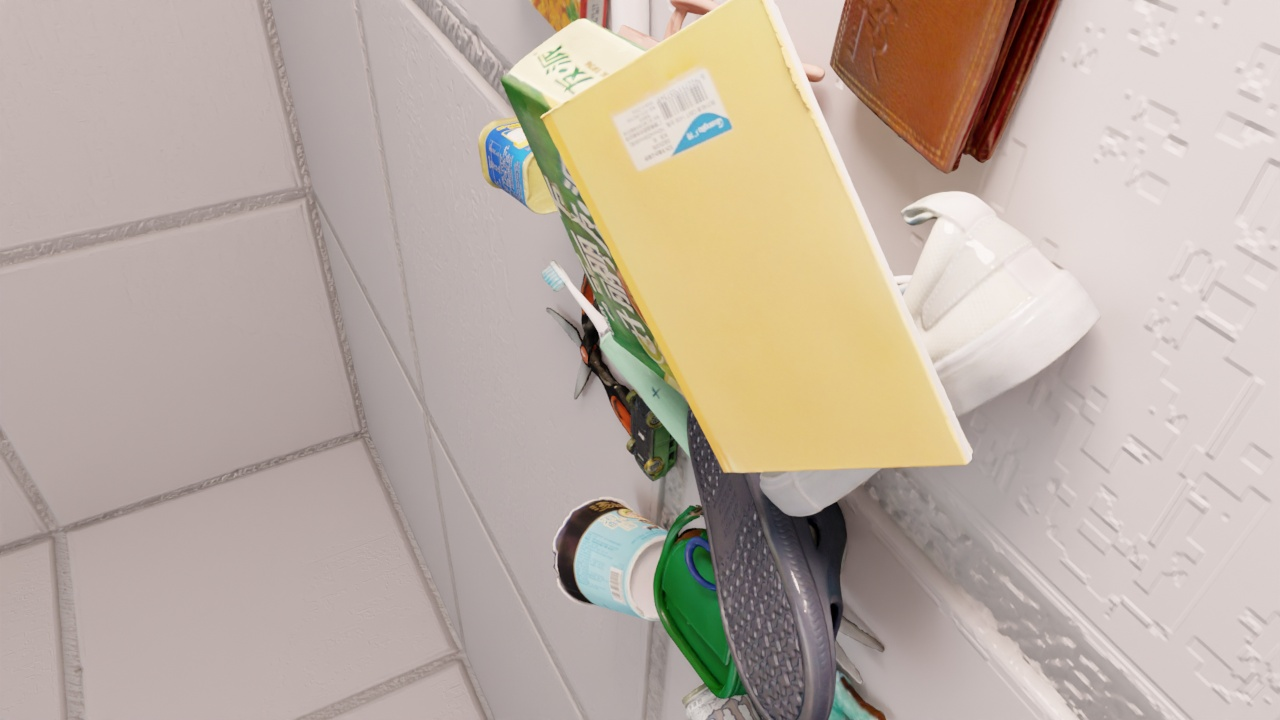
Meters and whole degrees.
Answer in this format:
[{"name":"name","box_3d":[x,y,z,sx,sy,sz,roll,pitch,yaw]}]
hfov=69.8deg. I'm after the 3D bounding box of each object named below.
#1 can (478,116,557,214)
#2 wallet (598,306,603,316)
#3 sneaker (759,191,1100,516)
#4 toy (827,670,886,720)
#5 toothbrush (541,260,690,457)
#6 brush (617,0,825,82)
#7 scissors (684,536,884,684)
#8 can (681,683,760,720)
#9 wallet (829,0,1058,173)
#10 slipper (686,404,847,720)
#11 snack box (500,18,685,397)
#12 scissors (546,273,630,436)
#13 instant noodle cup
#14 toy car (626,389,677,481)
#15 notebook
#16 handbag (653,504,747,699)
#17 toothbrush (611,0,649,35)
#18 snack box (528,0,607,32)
[{"name":"can","box_3d":[-0.064,-0.158,0.722,0.083,0.102,0.057,41,142,49]},{"name":"wallet","box_3d":[0.006,-0.040,0.743,0.090,0.033,0.115,62,155,15]},{"name":"sneaker","box_3d":[0.106,0.005,0.457,0.090,0.089,0.243,51,150,9]},{"name":"toy","box_3d":[0.141,0.255,0.658,0.096,0.030,0.092,13,121,58]},{"name":"toothbrush","box_3d":[-0.004,0.004,0.732,0.224,0.027,0.026,51,-172,10]},{"name":"brush","box_3d":[0.046,-0.160,0.525,0.145,0.063,0.073,46,117,44]},{"name":"scissors","box_3d":[0.104,0.151,0.655,0.171,0.012,0.140,-1,71,35]},{"name":"can","box_3d":[0.094,0.354,0.804,0.146,0.058,0.058,60,155,27]},{"name":"wallet","box_3d":[0.124,-0.156,0.381,0.101,0.032,0.125,57,153,38]},{"name":"slipper","box_3d":[0.095,0.107,0.605,0.267,0.083,0.111,-104,20,-43]},{"name":"snack box","box_3d":[0.010,-0.073,0.550,0.114,0.063,0.240,39,163,35]},{"name":"scissors","box_3d":[-0.045,-0.007,0.897,0.234,0.021,0.221,53,151,37]},{"name":"instant noodle cup","box_3d":[-0.009,0.195,0.880,0.121,0.111,0.111,3,110,57]},{"name":"toy car","box_3d":[0.011,0.062,0.801,0.043,0.036,0.091,48,149,47]},{"name":"notebook","box_3d":[0.045,-0.038,0.406,0.146,0.010,0.206,-12,111,51]},{"name":"handbag","box_3d":[0.070,0.194,0.739,0.131,0.067,0.120,47,139,49]},{"name":"toothbrush","box_3d":[-0.007,-0.184,0.665,0.026,0.027,0.221,-66,-19,-51]},{"name":"snack box","box_3d":[-0.070,-0.312,0.713,0.155,0.027,0.077,55,151,35]}]
